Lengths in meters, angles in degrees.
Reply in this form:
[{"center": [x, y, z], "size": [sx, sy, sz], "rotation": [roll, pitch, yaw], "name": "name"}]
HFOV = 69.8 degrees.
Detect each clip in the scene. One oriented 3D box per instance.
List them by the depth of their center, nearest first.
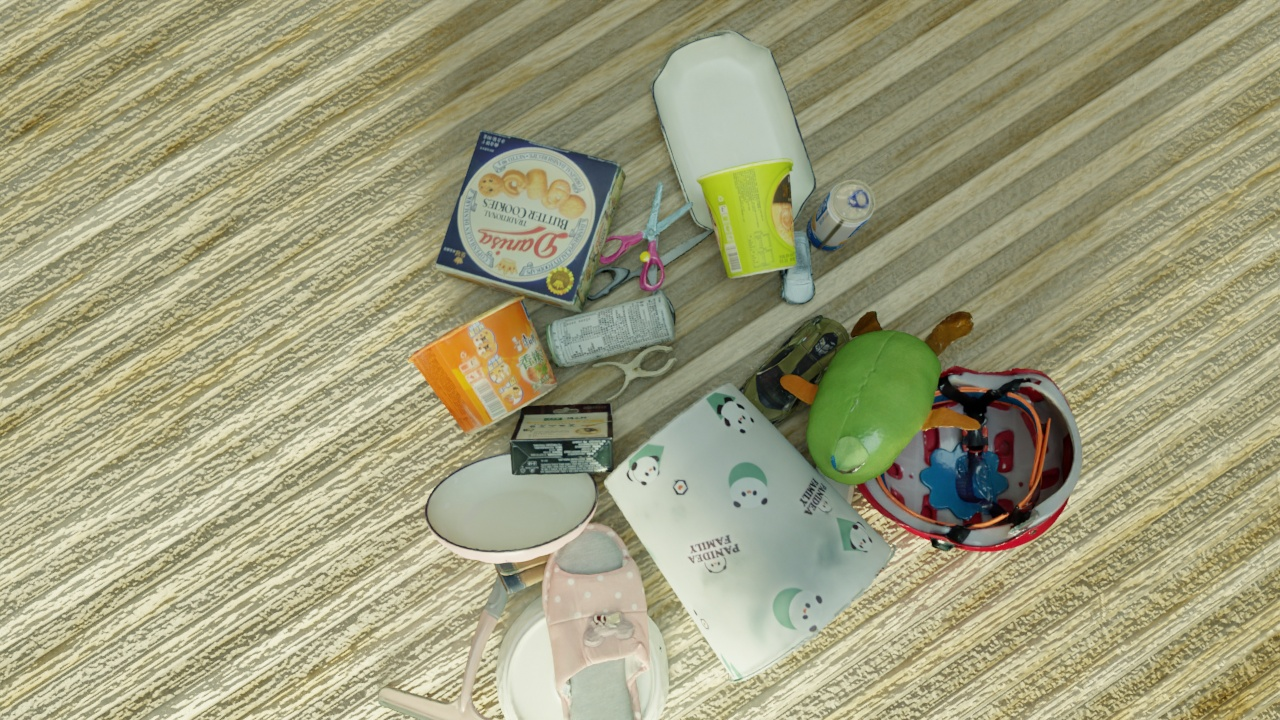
[{"center": [-0.004, 0.011, 1.105], "size": [0.100, 0.034, 0.070], "rotation": [-21, 86, 2], "name": "clip"}]

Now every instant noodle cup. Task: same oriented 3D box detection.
[{"center": [-0.173, 0.010, 1.051], "size": [0.151, 0.151, 0.111], "rotation": [-29, 93, -4], "name": "instant noodle cup"}, {"center": [0.130, -0.159, 1.057], "size": [0.111, 0.111, 0.123], "rotation": [-11, 95, -2], "name": "instant noodle cup"}]

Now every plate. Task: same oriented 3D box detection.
[{"center": [-0.142, 0.168, 1.027], "size": [0.192, 0.192, 0.039], "rotation": [-4, 117, -1], "name": "plate"}, {"center": [-0.067, 0.367, 1.063], "size": [0.205, 0.045, 0.204], "rotation": [0, 84, 0], "name": "plate"}, {"center": [0.112, -0.273, 1.132], "size": [0.162, 0.034, 0.265], "rotation": [-18, 85, -2], "name": "plate"}]

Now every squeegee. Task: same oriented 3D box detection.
[{"center": [-0.171, 0.301, 1.046], "size": [0.248, 0.040, 0.249], "rotation": [7, 68, 28], "name": "squeegee"}]

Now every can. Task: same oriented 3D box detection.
[{"center": [0.233, -0.168, 1.073], "size": [0.053, 0.134, 0.053], "rotation": [0, 84, -1], "name": "can"}, {"center": [-0.035, -0.035, 1.086], "size": [0.147, 0.058, 0.058], "rotation": [-14, 85, 7], "name": "can"}]

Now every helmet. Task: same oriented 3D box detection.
[{"center": [0.368, 0.124, 1.043], "size": [0.240, 0.144, 0.206], "rotation": [-3, 62, 23], "name": "helmet"}]

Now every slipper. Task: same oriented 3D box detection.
[{"center": [-0.047, 0.318, 1.013], "size": [0.114, 0.054, 0.274], "rotation": [-4, 88, -9], "name": "slipper"}]

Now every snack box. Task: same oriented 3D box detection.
[{"center": [-0.087, 0.090, 1.057], "size": [0.113, 0.125, 0.053], "rotation": [-1, 100, -1], "name": "snack box"}, {"center": [-0.130, -0.168, 1.099], "size": [0.178, 0.046, 0.182], "rotation": [16, 84, 11], "name": "snack box"}]

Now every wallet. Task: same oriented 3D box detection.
[{"center": [-0.117, 0.209, 1.058], "size": [0.115, 0.033, 0.090], "rotation": [-16, 63, -24], "name": "wallet"}]

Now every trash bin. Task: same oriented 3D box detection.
[{"center": [0.108, 0.176, 1.004], "size": [0.229, 0.229, 0.252], "rotation": [-38, 80, -4], "name": "trash bin"}]

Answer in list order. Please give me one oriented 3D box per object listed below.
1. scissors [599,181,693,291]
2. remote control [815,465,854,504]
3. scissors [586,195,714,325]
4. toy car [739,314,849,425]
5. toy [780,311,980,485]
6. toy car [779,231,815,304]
[{"center": [0.002, -0.151, 1.100], "size": [0.118, 0.017, 0.133], "rotation": [10, 87, 10], "name": "scissors"}, {"center": [0.238, 0.119, 1.101], "size": [0.049, 0.024, 0.125], "rotation": [12, 84, 0], "name": "remote control"}, {"center": [0.016, -0.108, 1.111], "size": [0.178, 0.014, 0.159], "rotation": [-28, 92, 8], "name": "scissors"}, {"center": [0.186, 0.014, 1.103], "size": [0.070, 0.042, 0.158], "rotation": [45, 88, 4], "name": "toy car"}, {"center": [0.256, 0.036, 0.996], "size": [0.227, 0.090, 0.246], "rotation": [10, 52, 38], "name": "toy"}, {"center": [0.190, -0.113, 1.119], "size": [0.043, 0.034, 0.090], "rotation": [-3, 86, -5], "name": "toy car"}]
